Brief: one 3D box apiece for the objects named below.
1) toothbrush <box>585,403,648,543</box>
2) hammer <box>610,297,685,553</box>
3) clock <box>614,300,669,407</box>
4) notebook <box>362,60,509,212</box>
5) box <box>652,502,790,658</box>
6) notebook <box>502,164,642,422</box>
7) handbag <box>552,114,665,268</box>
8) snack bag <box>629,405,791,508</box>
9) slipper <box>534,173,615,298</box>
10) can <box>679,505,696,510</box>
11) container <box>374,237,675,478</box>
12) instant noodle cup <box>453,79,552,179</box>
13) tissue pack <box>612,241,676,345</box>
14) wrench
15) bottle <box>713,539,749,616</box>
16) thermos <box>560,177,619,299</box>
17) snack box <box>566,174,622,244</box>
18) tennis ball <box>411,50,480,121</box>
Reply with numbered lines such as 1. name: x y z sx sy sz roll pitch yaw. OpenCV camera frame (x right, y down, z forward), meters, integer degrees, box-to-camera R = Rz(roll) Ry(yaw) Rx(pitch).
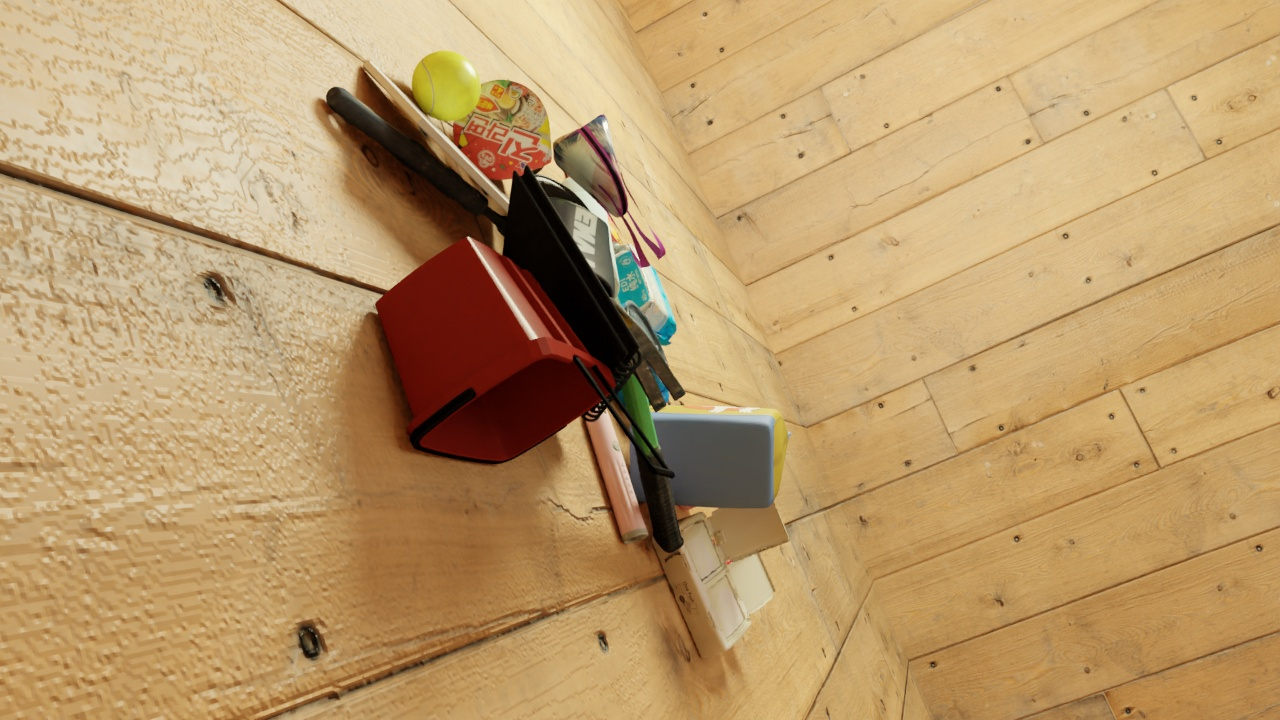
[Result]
1. toothbrush: -0.038 0.078 0.935 0.027 0.027 0.222 21 45 -58
2. hammer: 0.006 0.077 0.848 0.130 0.032 0.319 43 -24 40
3. clock: -0.007 0.006 1.112 0.116 0.060 0.161 32 37 -68
4. notebook: -0.154 -0.173 0.829 0.142 0.009 0.209 47 2 42
5. box: 0.108 0.227 1.022 0.186 0.101 0.145 -19 84 -50
6. notebook: -0.066 -0.041 0.772 0.169 0.019 0.232 58 -17 7
7. handbag: -0.028 -0.183 1.043 0.170 0.068 0.144 59 -6 2
8. snack bag: 0.086 0.097 1.047 0.205 0.159 0.102 -20 110 -74
9. slipper: -0.072 -0.138 0.990 0.110 0.083 0.267 21 33 -29
10. can: 0.077 0.144 1.148 0.067 0.076 0.067 59 15 -27
11. container: -0.083 0.027 0.639 0.200 0.127 0.148 59 10 19
12. instant noodle cup: -0.139 -0.238 0.983 0.112 0.100 0.100 -63 128 -84
13. tissue pack: -0.003 -0.090 1.284 0.093 0.062 0.144 40 26 -57
14. wrench: -0.164 -0.154 0.802 0.073 0.022 0.273 44 5 39
15. bottle: 0.107 0.258 1.136 0.042 0.042 0.141 55 17 -35
16. thermos: -0.069 -0.151 1.134 0.078 0.065 0.206 12 41 -21
17. snack box: -0.065 -0.215 1.329 0.089 0.021 0.132 46 18 -54
18. tennis ball: -0.187 -0.264 0.883 0.065 0.065 0.065 58 15 -27
